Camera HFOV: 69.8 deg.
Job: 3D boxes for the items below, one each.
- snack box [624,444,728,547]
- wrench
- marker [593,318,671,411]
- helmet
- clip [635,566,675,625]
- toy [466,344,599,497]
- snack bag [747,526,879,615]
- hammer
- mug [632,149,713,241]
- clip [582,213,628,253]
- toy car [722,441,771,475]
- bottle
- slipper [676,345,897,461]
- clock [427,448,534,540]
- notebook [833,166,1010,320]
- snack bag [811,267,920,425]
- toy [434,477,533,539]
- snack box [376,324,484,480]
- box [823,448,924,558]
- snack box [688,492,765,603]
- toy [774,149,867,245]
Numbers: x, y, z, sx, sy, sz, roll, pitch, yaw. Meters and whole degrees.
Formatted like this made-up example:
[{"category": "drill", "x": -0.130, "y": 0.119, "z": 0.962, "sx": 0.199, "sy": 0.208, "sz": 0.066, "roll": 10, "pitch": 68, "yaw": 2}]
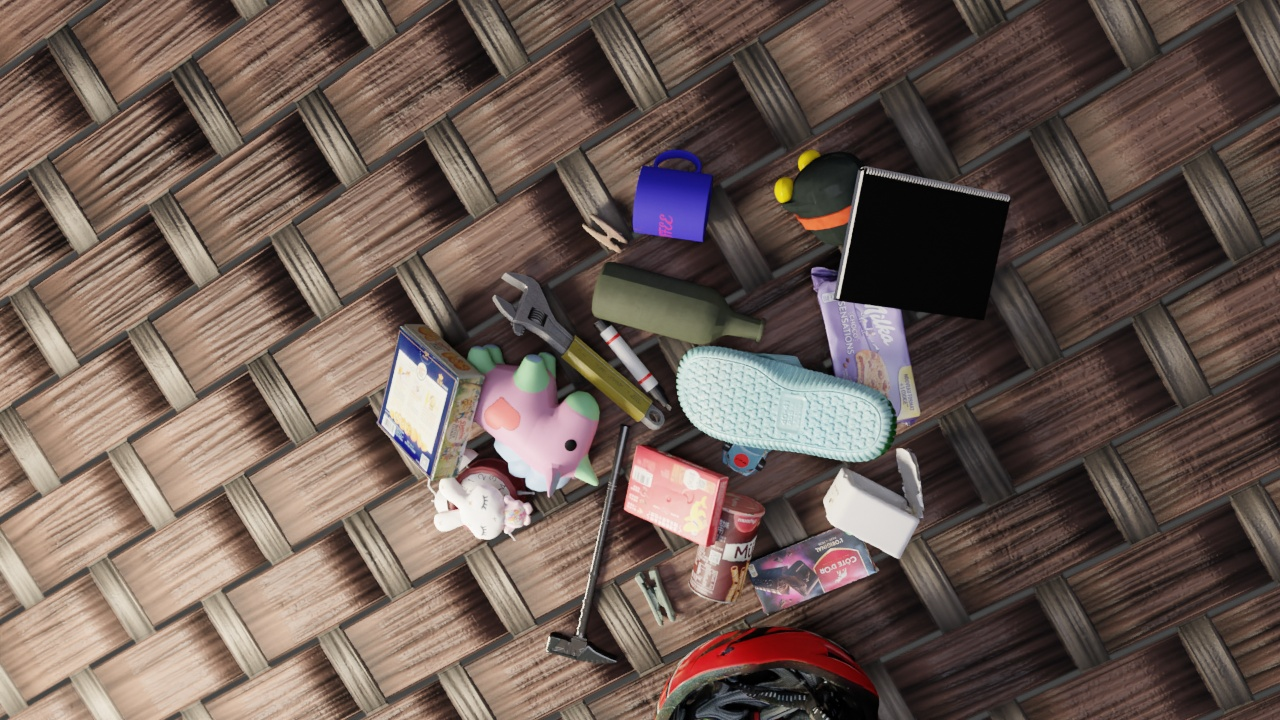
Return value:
[{"category": "snack box", "x": 0.042, "y": 0.166, "z": 1.139, "sx": 0.133, "sy": 0.021, "sz": 0.089, "roll": 18, "pitch": 102, "yaw": 37}, {"category": "wrench", "x": -0.074, "y": -0.008, "z": 1.148, "sx": 0.273, "sy": 0.083, "sz": 0.018, "roll": 40, "pitch": 136, "yaw": -7}, {"category": "marker", "x": -0.007, "y": 0.006, "z": 1.157, "sx": 0.019, "sy": 0.019, "sz": 0.145, "roll": -39, "pitch": 92, "yaw": 11}, {"category": "helmet", "x": 0.150, "y": 0.423, "z": 1.119, "sx": 0.272, "sy": 0.166, "sz": 0.218, "roll": -4, "pitch": 111, "yaw": 1}, {"category": "clip", "x": 0.022, "y": 0.308, "z": 1.196, "sx": 0.047, "sy": 0.023, "sz": 0.076, "roll": -23, "pitch": 93, "yaw": 11}, {"category": "toy", "x": -0.151, "y": 0.073, "z": 1.145, "sx": 0.222, "sy": 0.120, "sz": 0.171, "roll": 8, "pitch": 96, "yaw": 13}, {"category": "snack bag", "x": 0.215, "y": 0.263, "z": 1.167, "sx": 0.155, "sy": 0.018, "sz": 0.074, "roll": -24, "pitch": 94, "yaw": 8}, {"category": "hammer", "x": -0.046, "y": 0.242, "z": 1.199, "sx": 0.095, "sy": 0.015, "sz": 0.325, "roll": 13, "pitch": 99, "yaw": 5}, {"category": "mug", "x": 0.042, "y": -0.201, "z": 1.097, "sx": 0.083, "sy": 0.079, "sz": 0.111, "roll": 9, "pitch": 71, "yaw": 6}, {"category": "clip", "x": -0.045, "y": -0.156, "z": 1.138, "sx": 0.062, "sy": 0.025, "sz": 0.047, "roll": 7, "pitch": 103, "yaw": -1}, {"category": "toy car", "x": 0.144, "y": 0.096, "z": 1.146, "sx": 0.060, "sy": 0.027, "sz": 0.108, "roll": 31, "pitch": 101, "yaw": 2}, {"category": "bottle", "x": 0.048, "y": -0.062, "z": 1.114, "sx": 0.207, "sy": 0.071, "sz": 0.071, "roll": 15, "pitch": 100, "yaw": 5}, {"category": "slipper", "x": 0.170, "y": 0.052, "z": 1.092, "sx": 0.276, "sy": 0.069, "sz": 0.116, "roll": 12, "pitch": 95, "yaw": 27}, {"category": "clock", "x": -0.209, "y": 0.172, "z": 1.192, "sx": 0.137, "sy": 0.048, "sz": 0.096, "roll": 23, "pitch": 100, "yaw": 2}, {"category": "notebook", "x": 0.325, "y": -0.130, "z": 1.049, "sx": 0.206, "sy": 0.016, "sz": 0.149, "roll": 5, "pitch": 100, "yaw": -22}, {"category": "snack bag", "x": 0.268, "y": -0.017, "z": 1.100, "sx": 0.096, "sy": 0.058, "sz": 0.205, "roll": -10, "pitch": 94, "yaw": 6}, {"category": "toy", "x": -0.198, "y": 0.188, "z": 1.148, "sx": 0.125, "sy": 0.037, "sz": 0.076, "roll": 9, "pitch": 103, "yaw": 9}, {"category": "snack box", "x": -0.262, "y": 0.050, "z": 1.136, "sx": 0.144, "sy": 0.042, "sz": 0.145, "roll": 36, "pitch": 115, "yaw": 38}, {"category": "box", "x": 0.294, "y": 0.149, "z": 1.095, "sx": 0.103, "sy": 0.110, "sz": 0.130, "roll": 26, "pitch": 101, "yaw": 2}, {"category": "snack box", "x": 0.107, "y": 0.233, "z": 1.148, "sx": 0.072, "sy": 0.072, "sz": 0.121, "roll": 14, "pitch": 100, "yaw": 5}, {"category": "toy", "x": 0.229, "y": -0.181, "z": 1.065, "sx": 0.100, "sy": 0.097, "sz": 0.119, "roll": 1, "pitch": 131, "yaw": 49}]
